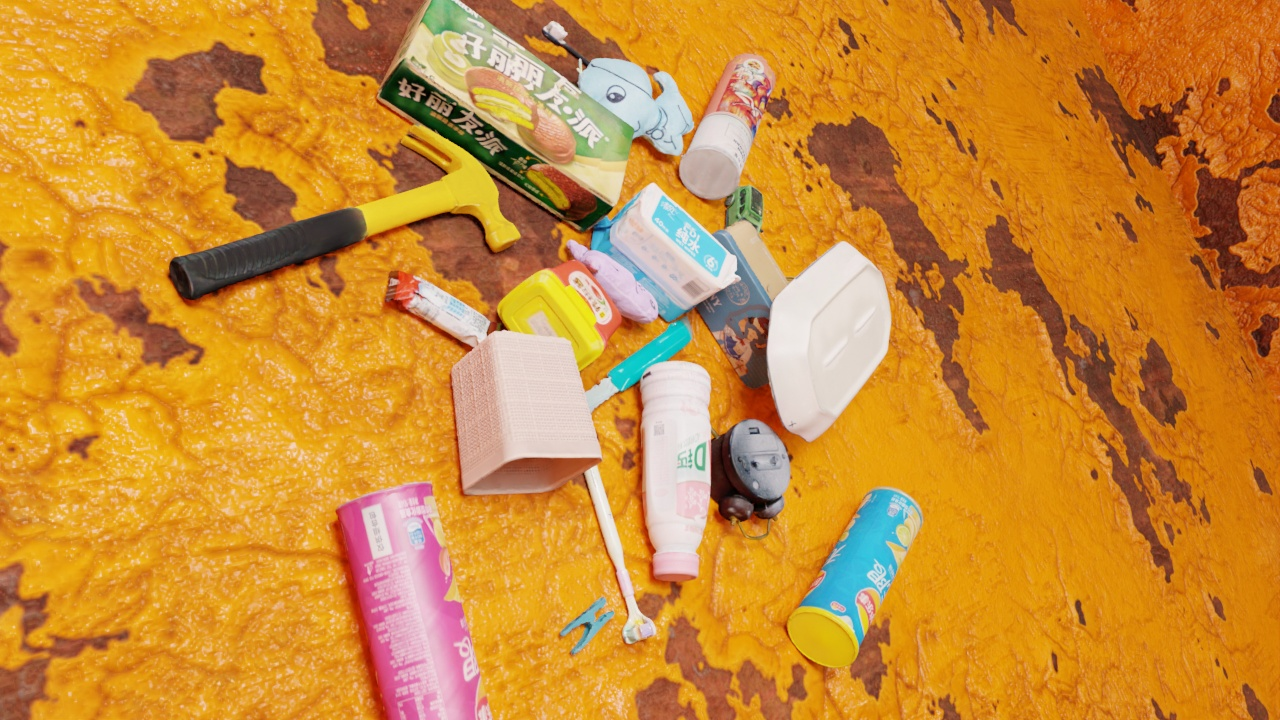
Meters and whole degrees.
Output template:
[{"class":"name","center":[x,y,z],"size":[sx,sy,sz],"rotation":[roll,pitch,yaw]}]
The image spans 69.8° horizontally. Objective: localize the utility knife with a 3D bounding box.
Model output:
[{"class":"utility knife","center":[-0.005,0.005,0.895],"size":[0.215,0.013,0.029],"rotation":[-36,94,-48]}]

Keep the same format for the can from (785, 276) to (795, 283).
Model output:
[{"class":"can","center":[0.190,-0.052,1.071],"size":[0.148,0.049,0.074],"rotation":[7,63,-39]}]

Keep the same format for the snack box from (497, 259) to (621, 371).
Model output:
[{"class":"snack box","center":[-0.069,-0.039,0.821],"size":[0.091,0.082,0.079],"rotation":[53,31,-6]}]

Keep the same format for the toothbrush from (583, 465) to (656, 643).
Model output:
[{"class":"toothbrush","center":[-0.027,0.149,0.798],"size":[0.020,0.029,0.189],"rotation":[57,15,-75]}]

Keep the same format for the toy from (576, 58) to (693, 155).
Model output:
[{"class":"toy","center":[-0.008,-0.283,1.015],"size":[0.156,0.050,0.161],"rotation":[40,52,-21]}]

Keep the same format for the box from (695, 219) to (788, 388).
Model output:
[{"class":"box","center":[0.112,-0.065,0.982],"size":[0.184,0.090,0.061],"rotation":[55,44,-3]}]

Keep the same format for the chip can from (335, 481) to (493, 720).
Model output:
[{"class":"chip can","center":[-0.150,0.193,0.629],"size":[0.071,0.072,0.210],"rotation":[-5,72,-43]}]

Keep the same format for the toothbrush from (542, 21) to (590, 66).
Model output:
[{"class":"toothbrush","center":[-0.035,-0.321,1.039],"size":[0.181,0.018,0.015],"rotation":[34,46,-26]}]

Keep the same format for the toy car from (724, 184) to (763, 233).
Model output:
[{"class":"toy car","center":[0.123,-0.166,1.084],"size":[0.043,0.036,0.091],"rotation":[27,56,-30]}]

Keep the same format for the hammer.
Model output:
[{"class":"hammer","center":[-0.231,-0.111,0.744],"size":[0.299,0.033,0.129],"rotation":[-32,91,-46]}]

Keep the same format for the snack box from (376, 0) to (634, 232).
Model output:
[{"class":"snack box","center":[-0.122,-0.236,0.883],"size":[0.240,0.063,0.114],"rotation":[31,50,-25]}]

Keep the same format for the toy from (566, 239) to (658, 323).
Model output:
[{"class":"toy","center":[-0.025,-0.073,0.891],"size":[0.108,0.039,0.084],"rotation":[37,6,-32]}]

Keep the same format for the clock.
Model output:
[{"class":"clock","center":[0.105,0.116,0.905],"size":[0.082,0.055,0.121],"rotation":[2,68,-41]}]

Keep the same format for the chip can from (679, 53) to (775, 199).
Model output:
[{"class":"chip can","center":[0.108,-0.286,1.107],"size":[0.071,0.071,0.214],"rotation":[39,47,-19]}]

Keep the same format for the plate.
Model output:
[{"class":"plate","center":[0.208,-0.025,0.963],"size":[0.264,0.034,0.162],"rotation":[-37,117,-47]}]

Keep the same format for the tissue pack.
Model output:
[{"class":"tissue pack","center":[0.024,-0.107,0.925],"size":[0.140,0.090,0.063],"rotation":[40,48,-18]}]

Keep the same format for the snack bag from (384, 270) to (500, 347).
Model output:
[{"class":"snack bag","center":[-0.164,-0.040,0.769],"size":[0.104,0.026,0.048],"rotation":[32,31,-27]}]

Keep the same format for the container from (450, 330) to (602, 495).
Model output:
[{"class":"container","center":[-0.096,0.042,0.745],"size":[0.089,0.090,0.110],"rotation":[5,62,-39]}]

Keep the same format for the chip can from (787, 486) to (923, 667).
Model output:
[{"class":"chip can","center":[0.226,0.217,0.947],"size":[0.071,0.071,0.209],"rotation":[54,45,-6]}]

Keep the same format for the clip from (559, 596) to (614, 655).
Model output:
[{"class":"clip","center":[-0.043,0.216,0.752],"size":[0.056,0.014,0.042],"rotation":[-36,95,-46]}]

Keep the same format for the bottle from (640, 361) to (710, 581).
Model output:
[{"class":"bottle","center":[0.032,0.101,0.843],"size":[0.068,0.068,0.196],"rotation":[19,61,-34]}]
